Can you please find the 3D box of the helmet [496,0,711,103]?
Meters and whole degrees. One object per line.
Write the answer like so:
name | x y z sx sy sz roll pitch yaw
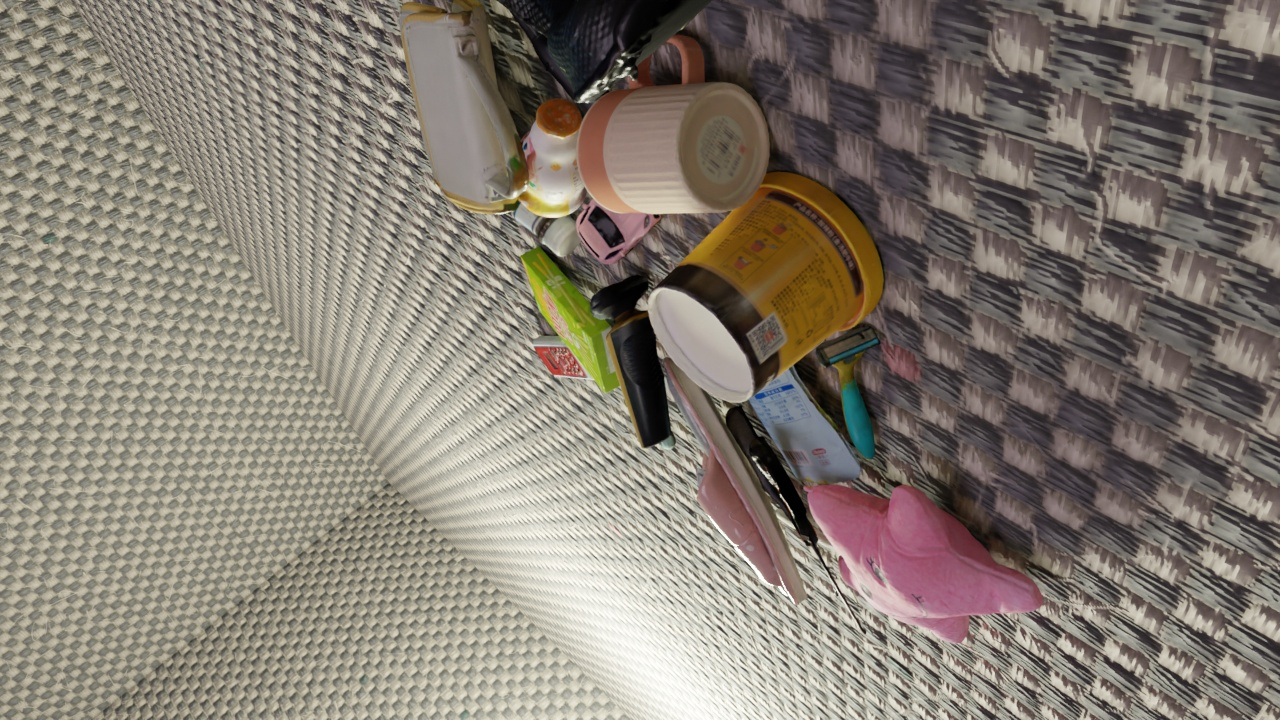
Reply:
helmet | -0.031 -0.248 0.329 0.233 0.229 0.275 37 160 -6

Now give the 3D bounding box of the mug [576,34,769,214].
mug | 0.020 -0.152 0.595 0.106 0.081 0.114 15 110 52

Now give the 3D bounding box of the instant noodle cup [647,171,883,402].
instant noodle cup | 0.076 -0.043 0.599 0.118 0.114 0.119 40 156 22

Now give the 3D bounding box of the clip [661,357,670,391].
clip | 0.035 0.023 0.908 0.058 0.036 0.026 49 160 -7

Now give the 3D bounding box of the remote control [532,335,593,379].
remote control | -0.086 -0.003 1.087 0.056 0.020 0.136 59 156 -18

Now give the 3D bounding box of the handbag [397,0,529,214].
handbag | -0.138 -0.197 0.729 0.179 0.063 0.163 44 147 54

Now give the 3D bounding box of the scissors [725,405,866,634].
scissors | 0.131 0.132 0.796 0.220 0.022 0.228 61 -178 28

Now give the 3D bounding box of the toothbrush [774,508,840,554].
toothbrush | 0.192 0.184 0.866 0.180 0.016 0.016 28 146 45

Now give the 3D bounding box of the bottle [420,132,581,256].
bottle | -0.133 -0.174 0.878 0.195 0.044 0.080 43 157 14

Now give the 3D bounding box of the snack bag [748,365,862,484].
snack bag | 0.102 0.016 0.741 0.191 0.038 0.110 55 168 -12

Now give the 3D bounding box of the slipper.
slipper | 0.082 0.119 0.863 0.274 0.054 0.114 62 -173 -14

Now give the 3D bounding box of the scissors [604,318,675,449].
scissors | -0.008 0.015 0.945 0.171 0.019 0.170 57 168 7

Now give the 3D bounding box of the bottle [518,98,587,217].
bottle | -0.070 -0.165 0.748 0.063 0.063 0.109 46 157 11

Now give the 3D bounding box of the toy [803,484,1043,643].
toy | 0.201 0.154 0.723 0.178 0.074 0.195 37 156 10

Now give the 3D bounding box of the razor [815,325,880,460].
razor | 0.157 0.028 0.671 0.028 0.043 0.133 -117 2 -47

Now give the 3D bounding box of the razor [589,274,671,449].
razor | -0.005 0.005 0.846 0.068 0.062 0.167 10 120 49

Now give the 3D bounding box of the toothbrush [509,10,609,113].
toothbrush | -0.061 -0.222 0.675 0.212 0.027 0.026 48 175 -3

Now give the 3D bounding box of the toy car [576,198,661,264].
toy car | -0.024 -0.116 0.774 0.056 0.037 0.123 50 157 -3

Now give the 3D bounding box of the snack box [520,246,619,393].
snack box | -0.071 -0.044 0.945 0.156 0.026 0.086 49 161 39
